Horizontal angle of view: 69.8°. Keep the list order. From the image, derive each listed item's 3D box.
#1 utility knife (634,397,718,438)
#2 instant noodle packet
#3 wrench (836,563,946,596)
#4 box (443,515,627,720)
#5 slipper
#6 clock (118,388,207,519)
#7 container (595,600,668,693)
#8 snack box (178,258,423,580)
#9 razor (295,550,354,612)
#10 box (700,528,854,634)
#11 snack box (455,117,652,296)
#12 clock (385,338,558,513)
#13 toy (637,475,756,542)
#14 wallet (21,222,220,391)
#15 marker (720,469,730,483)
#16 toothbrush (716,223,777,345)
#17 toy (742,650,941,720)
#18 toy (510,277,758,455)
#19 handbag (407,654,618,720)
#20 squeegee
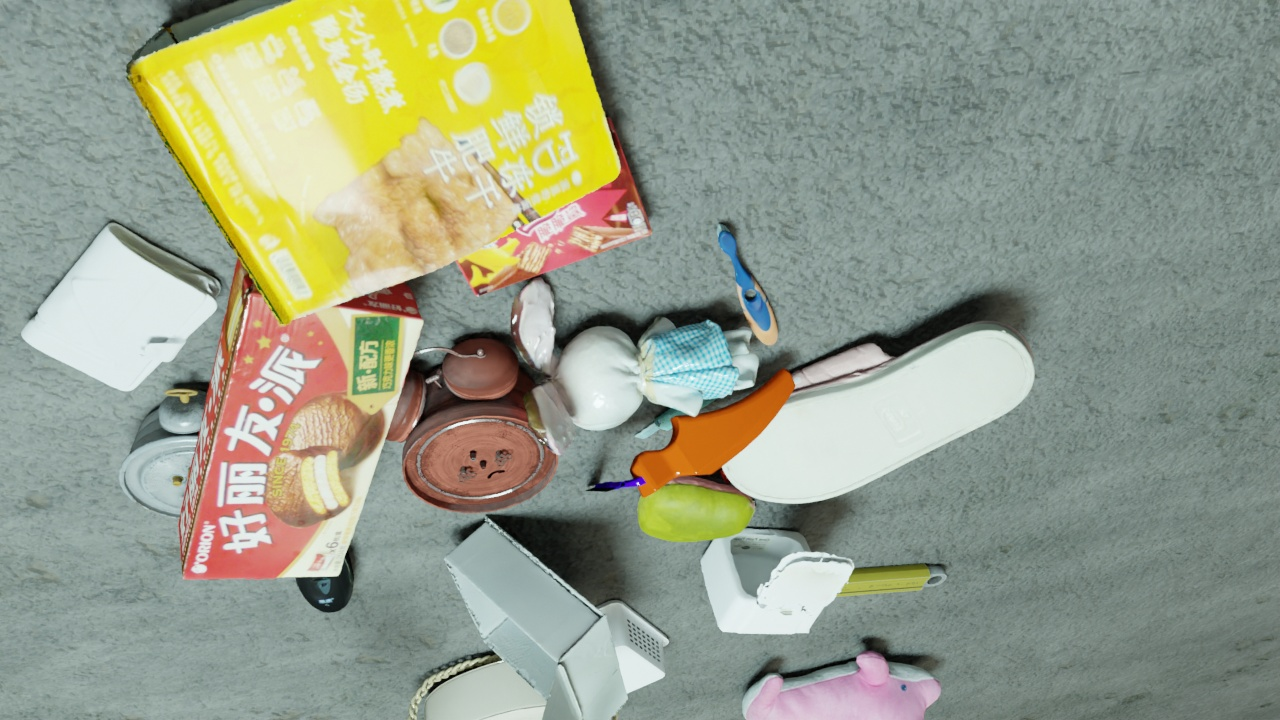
[{"bbox_3d":[0.046,0.037,0.786,0.129,0.015,0.022,-36,128,23],"label":"utility knife"},{"bbox_3d":[-0.135,-0.138,0.521,0.221,0.084,0.163,-20,125,-1],"label":"instant noodle packet"},{"bbox_3d":[0.222,0.256,1.042,0.273,0.018,0.084,0,134,-14],"label":"wrench"},{"bbox_3d":[-0.082,0.323,0.783,0.150,0.368,0.167,-10,135,0],"label":"box"},{"bbox_3d":[0.195,0.042,0.783,0.275,0.054,0.114,-24,110,20],"label":"slipper"},{"bbox_3d":[-0.336,0.069,0.694,0.104,0.056,0.148,-2,136,-15],"label":"clock"},{"bbox_3d":[-0.025,0.327,1.029,0.081,0.049,0.129,-28,134,14],"label":"container"},{"bbox_3d":[-0.244,0.047,0.647,0.113,0.060,0.237,8,118,-33],"label":"snack box"},{"bbox_3d":[-0.284,0.185,0.815,0.053,0.063,0.141,-4,134,-9],"label":"razor"},{"bbox_3d":[0.138,0.202,0.896,0.108,0.124,0.137,5,130,-18],"label":"box"},{"bbox_3d":[-0.067,-0.101,0.617,0.133,0.021,0.089,-19,134,6],"label":"snack box"},{"bbox_3d":[-0.133,0.047,0.711,0.121,0.072,0.158,-24,135,11],"label":"clock"},{"bbox_3d":[0.052,0.140,0.855,0.110,0.051,0.090,6,142,3],"label":"toy"},{"bbox_3d":[-0.346,-0.029,0.612,0.086,0.032,0.116,32,120,-34],"label":"wallet"},{"bbox_3d":[0.141,0.076,0.843,0.145,0.021,0.023,-29,127,15],"label":"marker"},{"bbox_3d":[0.082,-0.056,0.706,0.021,0.017,0.135,-20,138,11],"label":"toothbrush"},{"bbox_3d":[0.265,0.452,1.173,0.265,0.127,0.187,-1,138,-6],"label":"toy"},{"bbox_3d":[-0.004,0.004,0.705,0.205,0.131,0.106,-6,167,-22],"label":"toy"},{"bbox_3d":[-0.138,0.422,1.059,0.211,0.103,0.208,-24,139,12],"label":"handbag"},{"bbox_3d":[0.047,0.065,0.740,0.184,0.055,0.250,-34,177,-10],"label":"squeegee"}]
